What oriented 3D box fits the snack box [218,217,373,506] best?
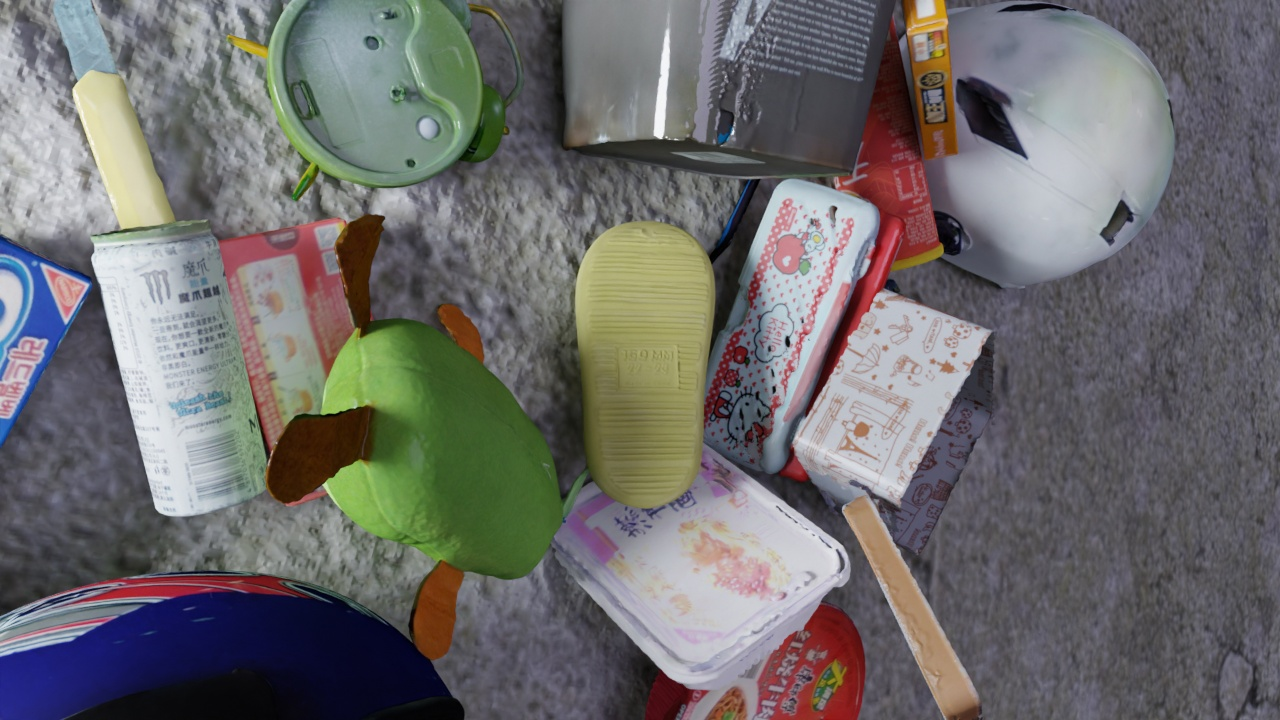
[{"bbox_3d":[-0.188,0.000,0.528,0.075,0.025,0.153,-18,101,-28],"label":"snack box"}]

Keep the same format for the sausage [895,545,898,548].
[{"bbox_3d":[0.171,0.094,0.739,0.021,0.021,0.165,-43,111,-21],"label":"sausage"}]

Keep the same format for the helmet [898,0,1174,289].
[{"bbox_3d":[0.332,-0.182,0.745,0.258,0.146,0.228,38,74,-25],"label":"helmet"}]

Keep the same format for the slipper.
[{"bbox_3d":[-0.004,0.004,0.605,0.091,0.082,0.190,5,74,-14],"label":"slipper"}]

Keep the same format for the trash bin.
[{"bbox_3d":[0.052,-0.232,0.565,0.198,0.199,0.220,3,97,-30],"label":"trash bin"}]

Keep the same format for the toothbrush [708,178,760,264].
[{"bbox_3d":[0.072,-0.105,0.678,0.016,0.014,0.189,34,75,-28],"label":"toothbrush"}]

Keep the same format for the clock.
[{"bbox_3d":[-0.139,-0.161,0.530,0.161,0.056,0.116,-25,105,-26],"label":"clock"}]

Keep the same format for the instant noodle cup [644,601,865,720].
[{"bbox_3d":[0.072,0.246,0.650,0.193,0.066,0.194,-14,115,-34],"label":"instant noodle cup"}]

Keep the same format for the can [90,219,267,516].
[{"bbox_3d":[-0.235,0.004,0.474,0.058,0.058,0.147,-14,106,-28],"label":"can"}]

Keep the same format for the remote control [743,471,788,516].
[{"bbox_3d":[0.060,0.150,0.680,0.056,0.019,0.135,38,74,-25],"label":"remote control"}]

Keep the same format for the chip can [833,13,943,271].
[{"bbox_3d":[0.174,-0.176,0.698,0.073,0.073,0.216,-21,103,-27],"label":"chip can"}]

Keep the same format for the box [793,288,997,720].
[{"bbox_3d":[0.177,0.103,0.613,0.179,0.131,0.271,51,41,-59],"label":"box"}]

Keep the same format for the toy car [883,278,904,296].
[{"bbox_3d":[0.186,-0.008,0.736,0.054,0.037,0.121,-24,114,-29],"label":"toy car"}]

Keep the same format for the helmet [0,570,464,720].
[{"bbox_3d":[-0.188,0.218,0.413,0.315,0.248,0.240,7,54,-24],"label":"helmet"}]

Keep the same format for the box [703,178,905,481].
[{"bbox_3d":[0.109,-0.022,0.658,0.101,0.095,0.201,22,99,13],"label":"box"}]

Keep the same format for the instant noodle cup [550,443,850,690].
[{"bbox_3d":[0.032,0.134,0.591,0.137,0.173,0.060,-27,128,-26],"label":"instant noodle cup"}]

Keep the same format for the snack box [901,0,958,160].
[{"bbox_3d":[0.195,-0.207,0.621,0.153,0.026,0.075,42,44,-62],"label":"snack box"}]

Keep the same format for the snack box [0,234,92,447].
[{"bbox_3d":[-0.335,0.038,0.429,0.058,0.057,0.207,30,78,-30],"label":"snack box"}]

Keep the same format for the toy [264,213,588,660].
[{"bbox_3d":[-0.109,0.049,0.503,0.247,0.090,0.226,55,28,-49],"label":"toy"}]

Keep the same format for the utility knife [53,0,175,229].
[{"bbox_3d":[-0.266,-0.098,0.482,0.030,0.020,0.195,-22,110,-28],"label":"utility knife"}]
